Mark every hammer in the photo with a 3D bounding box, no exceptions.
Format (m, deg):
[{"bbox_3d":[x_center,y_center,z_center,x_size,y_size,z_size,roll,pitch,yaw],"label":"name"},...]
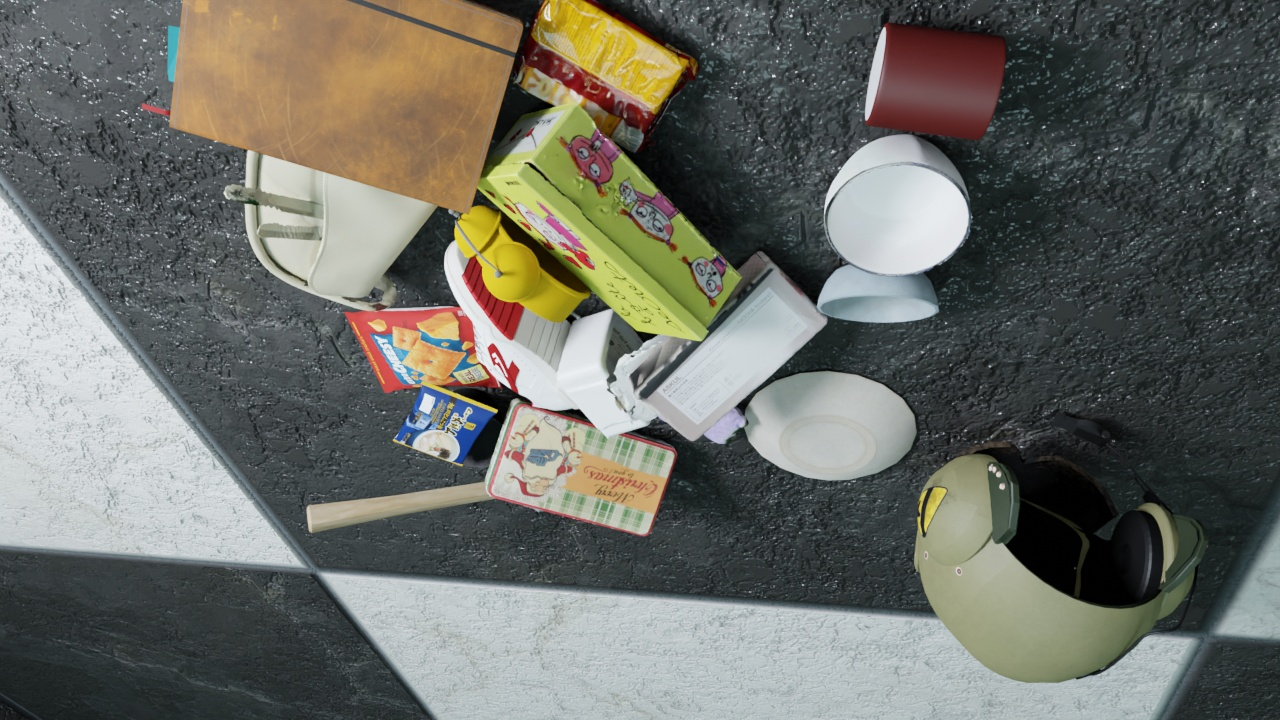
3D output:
[{"bbox_3d":[-0.226,0.162,1.093,0.322,0.051,0.118,-6,155,-22],"label":"hammer"}]

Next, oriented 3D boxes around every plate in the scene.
[{"bbox_3d":[0.208,0.085,1.022,0.189,0.027,0.189,8,138,7],"label":"plate"}]

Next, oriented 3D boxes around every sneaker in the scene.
[{"bbox_3d":[-0.142,-0.029,0.957,0.104,0.090,0.236,-13,137,32],"label":"sneaker"}]

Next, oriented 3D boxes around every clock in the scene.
[{"bbox_3d":[-0.109,-0.088,0.840,0.052,0.113,0.151,-47,148,14],"label":"clock"}]

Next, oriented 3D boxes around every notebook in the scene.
[{"bbox_3d":[-0.228,-0.225,0.689,0.249,0.014,0.179,15,119,-15],"label":"notebook"}]

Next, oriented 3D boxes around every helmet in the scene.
[{"bbox_3d":[0.379,0.176,0.889,0.250,0.254,0.233,16,135,-1],"label":"helmet"}]

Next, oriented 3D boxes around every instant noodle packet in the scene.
[{"bbox_3d":[-0.225,0.074,1.048,0.087,0.026,0.135,23,138,-15],"label":"instant noodle packet"},{"bbox_3d":[-0.030,-0.231,0.733,0.135,0.039,0.099,27,138,-11],"label":"instant noodle packet"}]

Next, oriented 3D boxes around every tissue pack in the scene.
[{"bbox_3d":[0.083,-0.012,0.891,0.181,0.071,0.104,-46,120,9],"label":"tissue pack"}]

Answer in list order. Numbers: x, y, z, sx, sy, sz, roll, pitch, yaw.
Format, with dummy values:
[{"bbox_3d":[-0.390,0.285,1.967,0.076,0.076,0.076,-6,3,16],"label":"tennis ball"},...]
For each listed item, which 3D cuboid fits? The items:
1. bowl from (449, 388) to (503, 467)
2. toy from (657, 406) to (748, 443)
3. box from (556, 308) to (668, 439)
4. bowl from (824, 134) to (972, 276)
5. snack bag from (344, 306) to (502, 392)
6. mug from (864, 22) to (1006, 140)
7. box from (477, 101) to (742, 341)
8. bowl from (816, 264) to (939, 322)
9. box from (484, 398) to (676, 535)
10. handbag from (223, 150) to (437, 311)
[{"bbox_3d":[-0.207,0.070,1.100,0.124,0.052,0.124,8,138,7],"label":"bowl"},{"bbox_3d":[0.065,0.061,1.031,0.099,0.036,0.080,26,147,-7],"label":"toy"},{"bbox_3d":[0.000,0.005,0.938,0.130,0.102,0.110,-20,128,29],"label":"box"},{"bbox_3d":[0.210,-0.133,0.755,0.116,0.065,0.116,8,138,7],"label":"bowl"},{"bbox_3d":[-0.239,-0.012,1.028,0.144,0.039,0.131,-2,136,9],"label":"snack bag"},{"bbox_3d":[0.214,-0.200,0.687,0.082,0.073,0.106,9,168,5],"label":"mug"},{"bbox_3d":[-0.027,-0.112,0.794,0.221,0.082,0.124,44,166,-29],"label":"box"},{"bbox_3d":[0.215,-0.065,0.829,0.106,0.039,0.106,5,170,1],"label":"bowl"},{"bbox_3d":[-0.068,0.124,1.060,0.205,0.050,0.117,19,95,-18],"label":"box"},{"bbox_3d":[-0.275,-0.130,0.831,0.184,0.131,0.230,28,139,-22],"label":"handbag"}]
